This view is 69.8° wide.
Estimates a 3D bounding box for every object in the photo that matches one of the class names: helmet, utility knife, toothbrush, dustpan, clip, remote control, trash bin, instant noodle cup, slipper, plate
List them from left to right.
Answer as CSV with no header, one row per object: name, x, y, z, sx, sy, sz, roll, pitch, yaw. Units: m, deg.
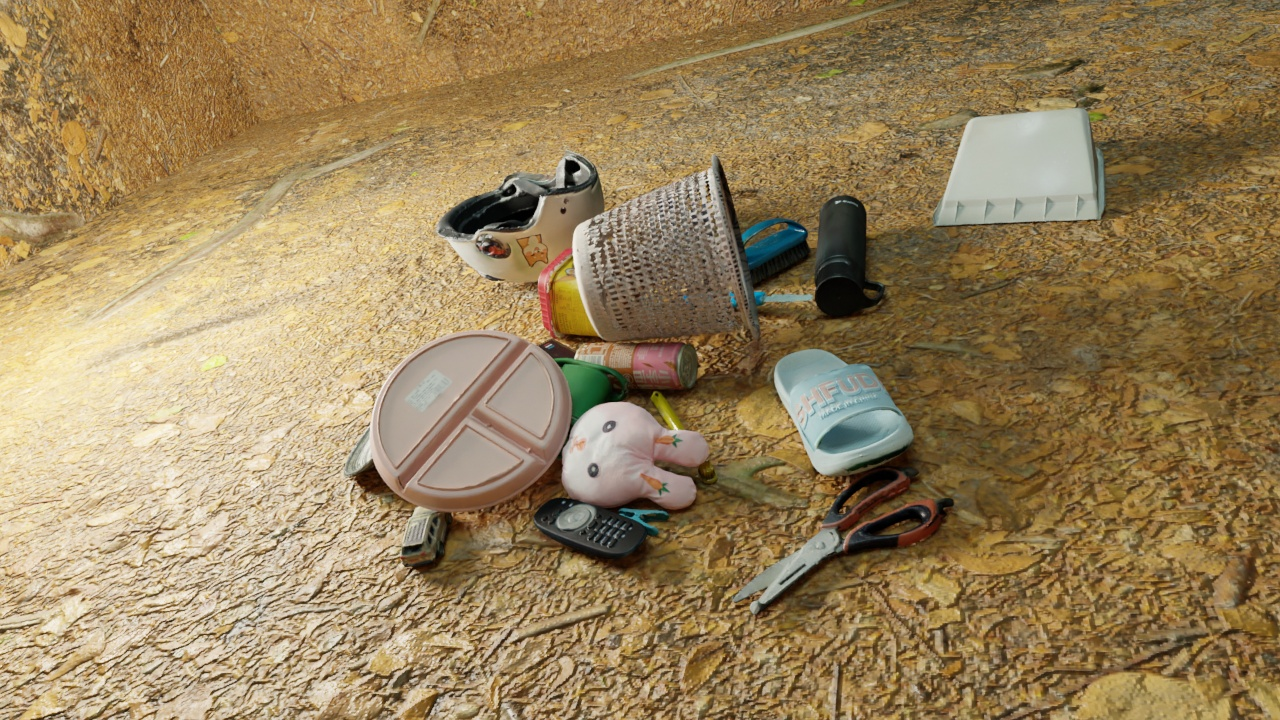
plate,-0.298,0.077,1.128,0.180,0.024,0.179,-39,21,18
plate,-0.191,0.058,1.014,0.229,0.028,0.229,-4,57,6
helmet,-0.173,-0.209,1.483,0.274,0.157,0.229,-20,29,15
remote control,-0.049,0.168,0.906,0.137,0.024,0.053,11,42,40
instant noodle cup,-0.062,-0.088,1.277,0.124,0.116,0.115,13,38,23
clip,-0.001,0.159,0.910,0.055,0.013,0.038,2,34,30
trash bin,0.029,-0.116,1.118,0.192,0.228,0.227,-13,29,11
toothbrush,0.045,0.080,1.019,0.015,0.017,0.190,-20,29,-8
utility knife,0.137,-0.081,1.222,0.217,0.018,0.034,1,29,42
slipper,0.202,0.037,0.954,0.104,0.074,0.245,-17,26,-3
dustpan,0.574,-0.270,1.366,0.223,0.142,0.257,2,63,29

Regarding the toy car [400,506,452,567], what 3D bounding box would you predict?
toy car,-0.226,0.179,0.966,0.042,0.035,0.090,-11,27,5

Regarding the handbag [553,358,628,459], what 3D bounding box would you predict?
handbag,-0.085,0.059,1.078,0.120,0.068,0.131,5,33,18

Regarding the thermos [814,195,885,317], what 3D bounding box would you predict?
thermos,0.282,-0.140,1.243,0.090,0.069,0.241,17,36,1

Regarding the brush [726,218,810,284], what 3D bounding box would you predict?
brush,0.179,-0.161,1.308,0.143,0.073,0.055,-30,28,-23

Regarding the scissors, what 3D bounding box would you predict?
scissors,0.182,0.161,0.813,0.204,0.015,0.202,-4,31,20

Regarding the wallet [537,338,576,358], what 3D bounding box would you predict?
wallet,-0.119,0.012,1.216,0.096,0.020,0.122,-33,35,-27

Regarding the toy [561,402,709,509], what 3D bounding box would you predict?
toy,-0.010,0.101,0.957,0.160,0.054,0.121,6,63,24

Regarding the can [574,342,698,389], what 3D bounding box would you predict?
can,-0.007,0.007,1.128,0.147,0.058,0.057,0,33,26
